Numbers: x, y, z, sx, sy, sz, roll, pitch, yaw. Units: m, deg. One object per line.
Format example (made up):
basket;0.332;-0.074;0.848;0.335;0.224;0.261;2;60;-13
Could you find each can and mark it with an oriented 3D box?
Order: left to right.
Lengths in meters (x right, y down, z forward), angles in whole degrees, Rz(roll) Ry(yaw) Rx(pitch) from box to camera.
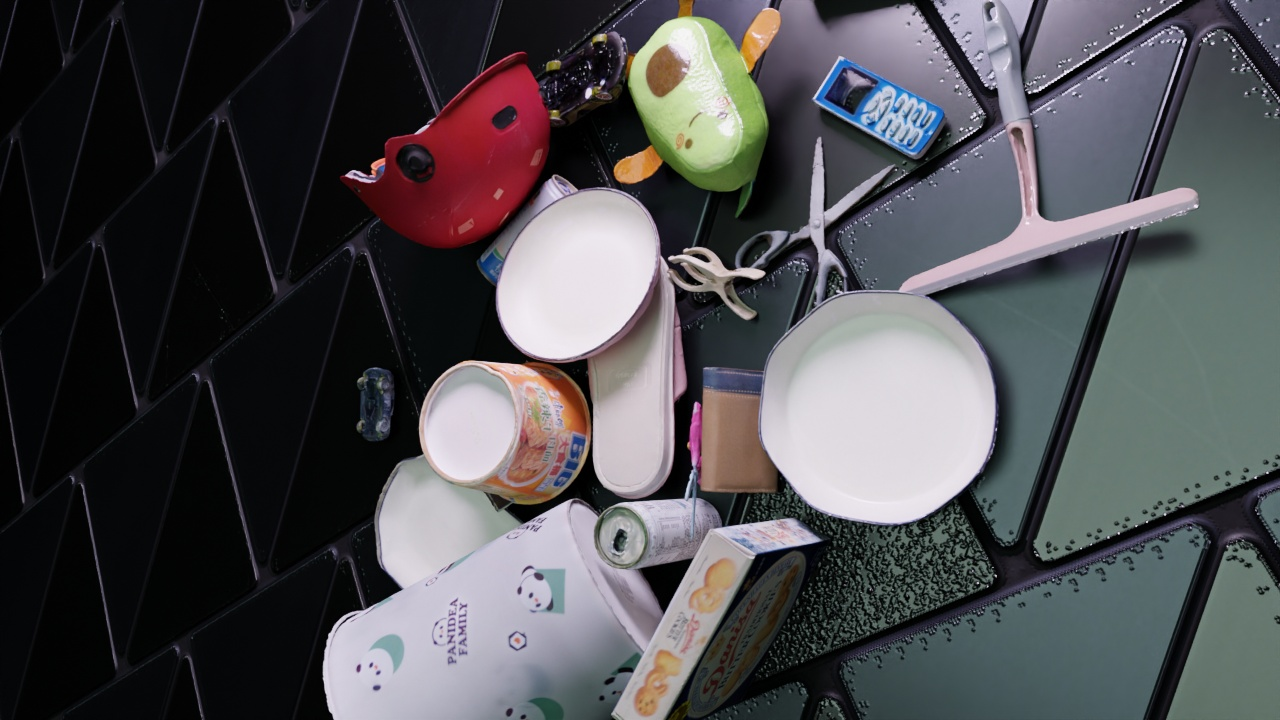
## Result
can;-0.121;-0.141;1.022;0.135;0.053;0.053;-45;64;19
can;0.019;0.158;0.846;0.058;0.146;0.058;-4;83;31

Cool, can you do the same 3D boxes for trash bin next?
trash bin;-0.118;0.272;0.854;0.252;0.229;0.229;-34;67;6

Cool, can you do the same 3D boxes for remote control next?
remote control;0.219;-0.232;0.844;0.125;0.024;0.049;40;105;27

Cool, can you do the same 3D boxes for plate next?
plate;-0.201;0.215;1.039;0.266;0.034;0.162;31;101;30
plate;-0.059;-0.083;0.938;0.193;0.039;0.192;-12;64;26
plate;0.206;0.041;0.803;0.205;0.045;0.204;-3;85;28

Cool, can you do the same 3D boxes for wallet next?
wallet;0.094;0.065;0.851;0.033;0.090;0.115;-6;81;54

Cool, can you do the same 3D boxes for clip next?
clip;0.075;-0.080;0.904;0.100;0.034;0.070;25;127;27

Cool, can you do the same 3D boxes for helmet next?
helmet;-0.182;-0.211;0.995;0.241;0.206;0.144;-25;108;35

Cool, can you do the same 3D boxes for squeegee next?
squeegee;0.317;-0.194;0.773;0.248;0.040;0.249;-18;68;46

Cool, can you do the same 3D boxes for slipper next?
slipper;-0.006;0.005;0.932;0.114;0.054;0.274;-14;67;25

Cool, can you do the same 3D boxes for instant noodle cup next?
instant noodle cup;-0.141;0.068;0.921;0.152;0.111;0.151;-5;79;26

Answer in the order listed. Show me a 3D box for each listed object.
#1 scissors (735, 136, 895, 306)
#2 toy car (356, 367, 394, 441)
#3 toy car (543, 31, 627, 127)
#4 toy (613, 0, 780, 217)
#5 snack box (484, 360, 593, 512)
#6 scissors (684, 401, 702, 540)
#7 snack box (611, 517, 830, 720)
scissors;0.169;-0.124;0.868;0.179;0.014;0.159;-36;68;23
toy car;-0.325;0.055;1.134;0.043;0.034;0.090;-2;85;28
toy car;-0.059;-0.300;0.992;0.158;0.042;0.070;-7;80;52
toy;0.051;-0.263;0.913;0.228;0.089;0.246;-44;60;30
snack box;-0.127;0.083;0.999;0.126;0.053;0.113;-44;65;20
scissors;0.052;0.108;0.853;0.017;0.118;0.133;-1;57;10
snack box;0.075;0.224;0.784;0.046;0.182;0.178;32;101;29
